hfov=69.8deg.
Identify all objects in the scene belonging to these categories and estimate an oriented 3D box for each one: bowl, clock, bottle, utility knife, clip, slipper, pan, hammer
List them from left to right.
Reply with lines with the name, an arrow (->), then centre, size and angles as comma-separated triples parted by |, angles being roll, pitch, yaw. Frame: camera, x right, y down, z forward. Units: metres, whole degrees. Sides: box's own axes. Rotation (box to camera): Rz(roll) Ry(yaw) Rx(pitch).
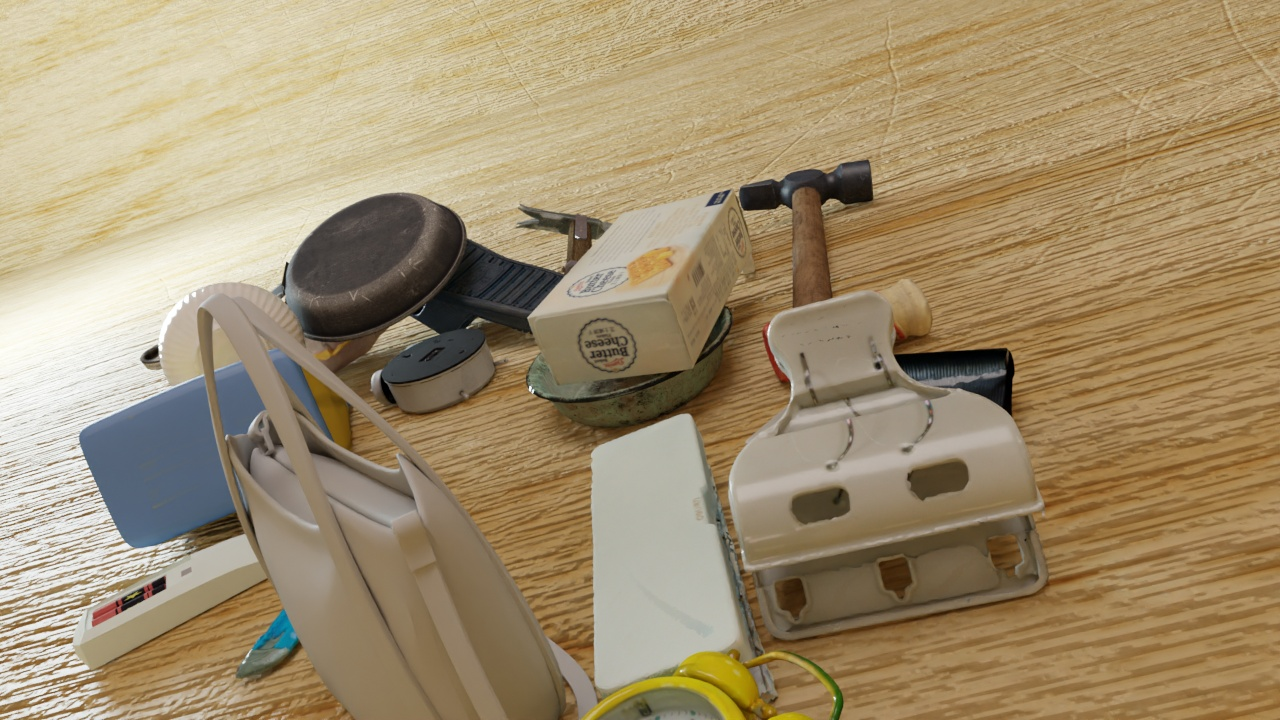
bowl -> -0.344, -0.005, 0.776 | 0.118, 0.118, 0.062 | -26, 18, -16
pan -> -0.334, -0.066, 0.881 | 0.357, 0.055, 0.187 | -18, 45, 7
utility knife -> -0.198, 0.131, 0.580 | 0.031, 0.015, 0.178 | -8, 24, 14
clock -> -0.184, 0.010, 0.807 | 0.123, 0.035, 0.094 | -4, 27, 32
slipper -> -0.169, -0.058, 0.903 | 0.264, 0.083, 0.101 | 18, 42, 25
hammer -> -0.054, -0.097, 0.873 | 0.147, 0.028, 0.316 | 9, 20, -7
bowl -> -0.004, 0.004, 0.677 | 0.157, 0.038, 0.157 | -16, 24, 7
clock -> 0.021, 0.148, 0.319 | 0.118, 0.057, 0.083 | -35, 27, -19
hammer -> 0.144, -0.100, 0.789 | 0.129, 0.040, 0.320 | -6, 29, 12
bottle -> 0.139, -0.021, 0.620 | 0.109, 0.044, 0.044 | -18, 23, 0
clip -> 0.098, 0.038, 0.400 | 0.126, 0.152, 0.097 | -13, -11, 8

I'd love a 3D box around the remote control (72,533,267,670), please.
remote control -> -0.300, 0.148, 0.606 | 0.143, 0.024, 0.049 | -27, 25, -18

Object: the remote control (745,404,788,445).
remote control -> 0.125, 0.048, 0.518 | 0.050, 0.011, 0.136 | -35, 28, -33

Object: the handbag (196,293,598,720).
handbag -> -0.113, 0.068, 0.390 | 0.095, 0.223, 0.216 | -36, 28, -31

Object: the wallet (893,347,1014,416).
wallet -> 0.151, 0.029, 0.489 | 0.089, 0.026, 0.114 | -4, 28, 27

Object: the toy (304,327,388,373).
toy -> -0.362, 0.016, 0.876 | 0.196, 0.065, 0.263 | -17, 16, 25

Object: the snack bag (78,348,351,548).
snack bag -> -0.316, 0.064, 0.731 | 0.159, 0.102, 0.205 | -24, 2, -10

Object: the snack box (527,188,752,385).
snack box -> 0.008, -0.060, 0.682 | 0.104, 0.057, 0.207 | -9, 25, 24

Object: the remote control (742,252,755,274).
remote control -> 0.093, -0.119, 0.865 | 0.013, 0.043, 0.136 | -15, 24, 9

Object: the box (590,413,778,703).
box -> 0.009, 0.096, 0.459 | 0.083, 0.066, 0.198 | 0, 25, -5
